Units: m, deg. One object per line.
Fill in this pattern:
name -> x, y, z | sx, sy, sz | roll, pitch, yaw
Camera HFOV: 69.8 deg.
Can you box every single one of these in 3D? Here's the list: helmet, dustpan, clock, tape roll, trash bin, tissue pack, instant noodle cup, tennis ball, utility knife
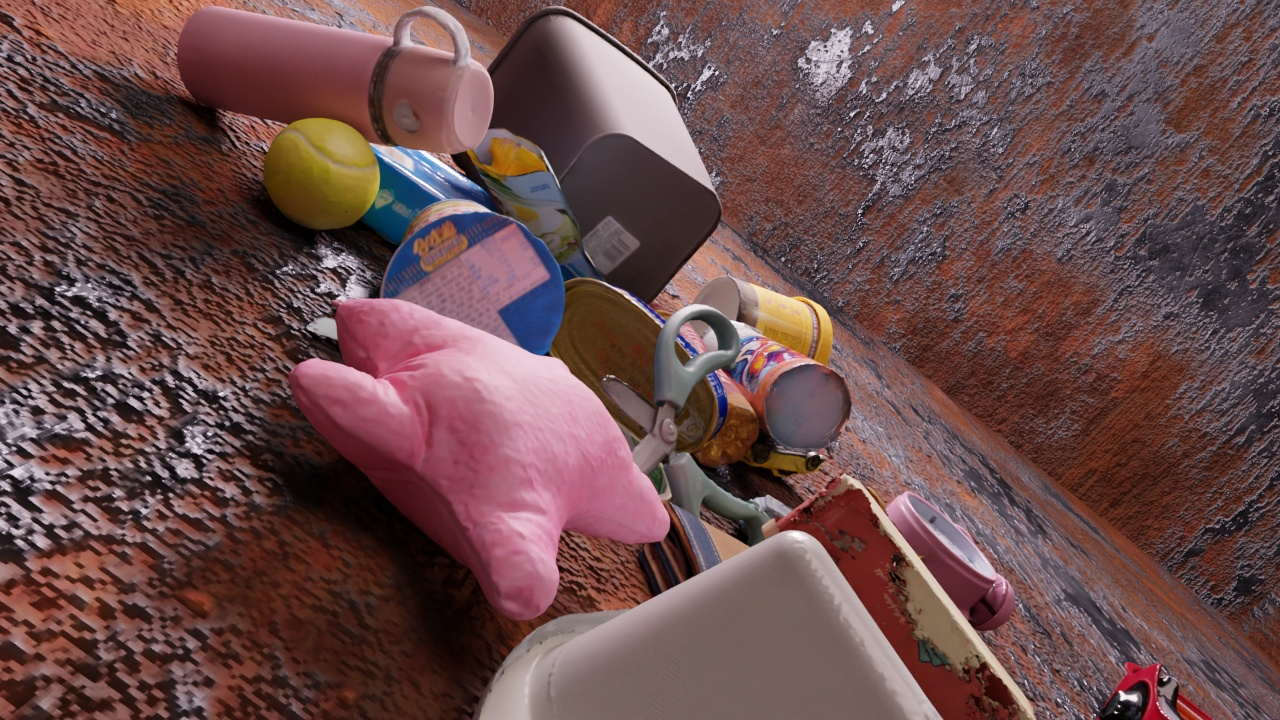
helmet -> 0.325, 0.279, 0.493 | 0.207, 0.144, 0.240 | 39, 1, 0
dustpan -> 0.053, 0.180, 0.330 | 0.222, 0.142, 0.258 | 58, -4, 35
clock -> 0.257, 0.175, 0.787 | 0.158, 0.060, 0.117 | 32, 17, -30
tape roll -> -0.017, 0.059, 0.558 | 0.086, 0.014, 0.085 | 36, 15, -12
trash bin -> -0.049, -0.174, 0.861 | 0.199, 0.199, 0.219 | 26, 27, -36
tissue pack -> -0.161, -0.113, 0.648 | 0.157, 0.052, 0.095 | 32, 18, -25
instant noodle cup -> 0.115, -0.024, 0.941 | 0.114, 0.119, 0.118 | 21, 22, -30
tennis ball -> -0.189, -0.110, 0.544 | 0.065, 0.065, 0.065 | 36, 15, -12
utility knife -> -0.089, 0.014, 0.487 | 0.178, 0.018, 0.034 | 24, 29, -24
instant noodle cup -> -0.103, -0.049, 0.537 | 0.099, 0.099, 0.110 | 32, 9, -26

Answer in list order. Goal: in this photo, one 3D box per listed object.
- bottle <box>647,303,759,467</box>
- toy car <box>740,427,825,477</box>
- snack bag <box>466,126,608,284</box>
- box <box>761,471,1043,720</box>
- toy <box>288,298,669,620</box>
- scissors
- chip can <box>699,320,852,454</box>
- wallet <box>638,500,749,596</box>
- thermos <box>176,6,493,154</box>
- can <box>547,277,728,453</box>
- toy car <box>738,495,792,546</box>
bottle -> 0.035, 0.012, 0.737 | 0.057, 0.057, 0.174 | 29, 18, -34
toy car -> 0.108, 0.077, 0.775 | 0.105, 0.032, 0.048 | 13, 21, -35
snack bag -> -0.064, -0.088, 0.696 | 0.110, 0.038, 0.191 | 23, -25, 35
box -> 0.153, 0.144, 0.525 | 0.168, 0.077, 0.091 | 55, 11, 19
toy -> -0.068, 0.027, 0.407 | 0.178, 0.075, 0.194 | 43, 16, 13
scissors -> 0.039, 0.036, 0.567 | 0.170, 0.019, 0.178 | 44, 47, -30
chip can -> 0.103, 0.017, 0.773 | 0.071, 0.071, 0.214 | 35, 3, -15
wallet -> 0.056, 0.129, 0.495 | 0.115, 0.033, 0.090 | 31, 19, -31
thermos -> -0.190, -0.183, 0.571 | 0.199, 0.087, 0.067 | 15, 38, 18
can -> -0.004, 0.004, 0.640 | 0.148, 0.075, 0.049 | 43, 12, 11
toy car -> 0.105, 0.127, 0.615 | 0.090, 0.034, 0.043 | 41, 11, 1
